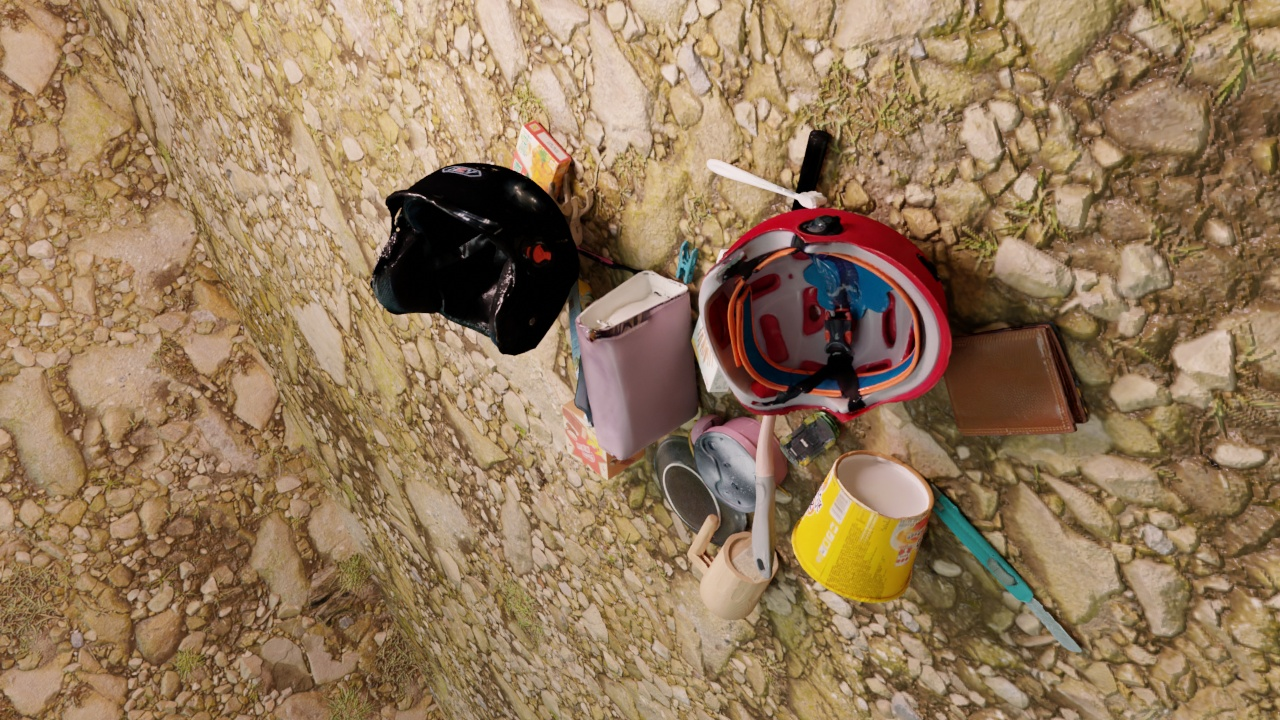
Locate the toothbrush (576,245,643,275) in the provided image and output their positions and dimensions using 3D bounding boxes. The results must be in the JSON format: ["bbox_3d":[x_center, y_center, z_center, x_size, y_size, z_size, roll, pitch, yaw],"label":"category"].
[{"bbox_3d":[-0.049,-0.132,1.228,0.189,0.014,0.018,27,144,39],"label":"toothbrush"}]

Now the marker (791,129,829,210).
[{"bbox_3d":[0.165,-0.168,0.918,0.132,0.020,0.022,97,150,-43],"label":"marker"}]

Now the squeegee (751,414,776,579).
[{"bbox_3d":[0.146,0.119,1.028,0.248,0.040,0.249,-1,80,52],"label":"squeegee"}]

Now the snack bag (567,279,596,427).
[{"bbox_3d":[-0.074,-0.006,1.230,0.110,0.039,0.190,89,176,-64],"label":"snack bag"}]

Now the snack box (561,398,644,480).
[{"bbox_3d":[-0.054,0.105,1.358,0.093,0.076,0.094,29,136,37],"label":"snack box"}]

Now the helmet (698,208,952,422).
[{"bbox_3d":[0.184,-0.058,0.875,0.240,0.143,0.207,-1,127,32],"label":"helmet"}]

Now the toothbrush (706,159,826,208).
[{"bbox_3d":[0.125,-0.184,0.942,0.180,0.016,0.016,34,140,49],"label":"toothbrush"}]

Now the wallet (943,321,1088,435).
[{"bbox_3d":[0.333,0.018,0.839,0.125,0.032,0.101,-9,105,54],"label":"wallet"}]

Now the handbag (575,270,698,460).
[{"bbox_3d":[-0.007,0.007,1.156,0.098,0.144,0.197,23,135,37],"label":"handbag"}]

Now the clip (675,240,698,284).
[{"bbox_3d":[0.056,-0.118,1.104,0.043,0.014,0.057,40,140,26],"label":"clip"}]

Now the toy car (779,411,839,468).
[{"bbox_3d":[0.197,0.091,1.061,0.043,0.036,0.091,53,147,11],"label":"toy car"}]

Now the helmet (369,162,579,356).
[{"bbox_3d":[-0.199,-0.138,1.167,0.234,0.229,0.275,18,146,27],"label":"helmet"}]

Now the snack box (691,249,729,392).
[{"bbox_3d":[0.097,-0.044,1.063,0.157,0.027,0.084,105,157,-47],"label":"snack box"}]

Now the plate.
[{"bbox_3d":[0.078,0.191,1.304,0.179,0.024,0.180,31,137,34],"label":"plate"}]

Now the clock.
[{"bbox_3d":[0.116,0.126,1.173,0.159,0.059,0.117,7,122,48],"label":"clock"}]

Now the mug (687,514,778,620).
[{"bbox_3d":[0.123,0.281,1.266,0.124,0.084,0.104,47,142,24],"label":"mug"}]

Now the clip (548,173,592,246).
[{"bbox_3d":[-0.084,-0.192,1.209,0.093,0.034,0.103,18,133,46],"label":"clip"}]

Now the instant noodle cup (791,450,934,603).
[{"bbox_3d":[0.243,0.171,0.985,0.138,0.137,0.110,36,129,31],"label":"instant noodle cup"}]

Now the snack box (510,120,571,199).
[{"bbox_3d":[-0.145,-0.243,1.251,0.077,0.027,0.156,49,145,14],"label":"snack box"}]

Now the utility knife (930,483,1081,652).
[{"bbox_3d":[0.373,0.216,0.952,0.216,0.013,0.029,49,145,15],"label":"utility knife"}]
